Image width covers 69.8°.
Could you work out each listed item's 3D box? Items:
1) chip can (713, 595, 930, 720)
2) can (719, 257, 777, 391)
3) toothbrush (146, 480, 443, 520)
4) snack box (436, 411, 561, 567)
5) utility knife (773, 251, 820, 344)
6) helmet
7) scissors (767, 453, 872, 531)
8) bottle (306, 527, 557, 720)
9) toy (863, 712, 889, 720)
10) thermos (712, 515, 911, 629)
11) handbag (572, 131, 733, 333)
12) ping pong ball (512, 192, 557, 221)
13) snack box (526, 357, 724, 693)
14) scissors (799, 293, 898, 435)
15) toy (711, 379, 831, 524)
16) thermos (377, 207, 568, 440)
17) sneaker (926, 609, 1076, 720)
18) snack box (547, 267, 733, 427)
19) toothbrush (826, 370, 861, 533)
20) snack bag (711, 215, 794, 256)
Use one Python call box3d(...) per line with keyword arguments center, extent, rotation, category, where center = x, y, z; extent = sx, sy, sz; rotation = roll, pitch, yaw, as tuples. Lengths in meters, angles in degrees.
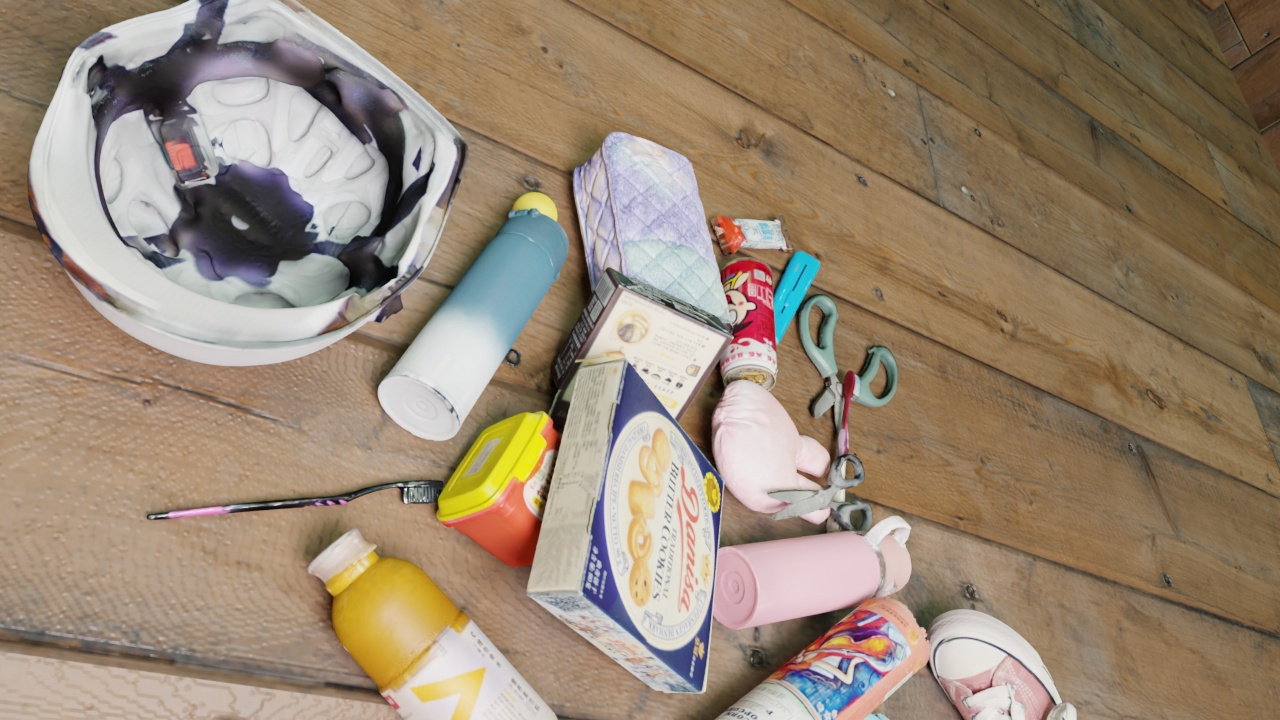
box3d(center=(0.134, 0.260, 0.703), extent=(0.214, 0.071, 0.071), rotation=(-22, 79, -36), category="chip can")
box3d(center=(0.103, -0.033, 0.884), extent=(0.053, 0.053, 0.132), rotation=(23, 50, -25), category="can")
box3d(center=(-0.215, 0.094, 0.596), extent=(0.188, 0.014, 0.017), rotation=(-2, 77, -37), category="toothbrush")
box3d(center=(-0.087, 0.094, 0.653), extent=(0.080, 0.082, 0.091), rotation=(49, 44, -22), category="snack box")
box3d(center=(0.147, -0.050, 0.957), extent=(0.034, 0.018, 0.204), rotation=(41, 48, -11), category="utility knife")
box3d(center=(-0.253, -0.099, 0.593), extent=(0.229, 0.146, 0.257), rotation=(33, 57, -15), category="helmet")
box3d(center=(0.165, 0.130, 0.819), extent=(0.150, 0.014, 0.170), rotation=(59, 40, -20), category="scissors")
box3d(center=(-0.129, 0.185, 0.567), extent=(0.189, 0.068, 0.067), rotation=(49, 46, -2), category="bottle")
box3d(center=(0.202, 0.350, 0.734), extent=(0.161, 0.050, 0.156), rotation=(21, 51, -39), category="toy")
box3d(center=(0.152, 0.174, 0.778), extent=(0.198, 0.087, 0.067), rotation=(1, 35, -35), category="thermos")
box3d(center=(0.010, -0.108, 0.849), extent=(0.134, 0.076, 0.193), rotation=(10, 60, -38), category="handbag")
box3d(center=(-0.093, -0.127, 0.804), extent=(0.040, 0.040, 0.040), rotation=(19, 54, -28), category="ping pong ball")
box3d(center=(0.000, 0.122, 0.667), extent=(0.182, 0.046, 0.177), rotation=(51, 38, -42), category="snack box")
box3d(center=(0.228, 0.015, 0.977), extent=(0.176, 0.019, 0.174), rotation=(20, 54, -29), category="scissors")
box3d(center=(0.119, 0.087, 0.827), extent=(0.159, 0.054, 0.121), rotation=(35, 47, -32), category="toy")
box3d(center=(-0.119, -0.036, 0.713), extent=(0.070, 0.070, 0.219), rotation=(39, 47, -12), category="thermos")
box3d(center=(0.336, 0.335, 0.810), extent=(0.241, 0.118, 0.087), rotation=(57, 26, -1), category="sneaker")
box3d(center=(-0.004, 0.004, 0.755), extent=(0.113, 0.126, 0.053), rotation=(23, 20, -26), category="snack box")
box3d(center=(0.201, 0.091, 0.902), extent=(0.017, 0.016, 0.187), rotation=(31, 55, -27), category="toothbrush")
box3d(center=(0.123, -0.135, 0.983), extent=(0.104, 0.026, 0.048), rotation=(-8, 76, -41), category="snack bag")
